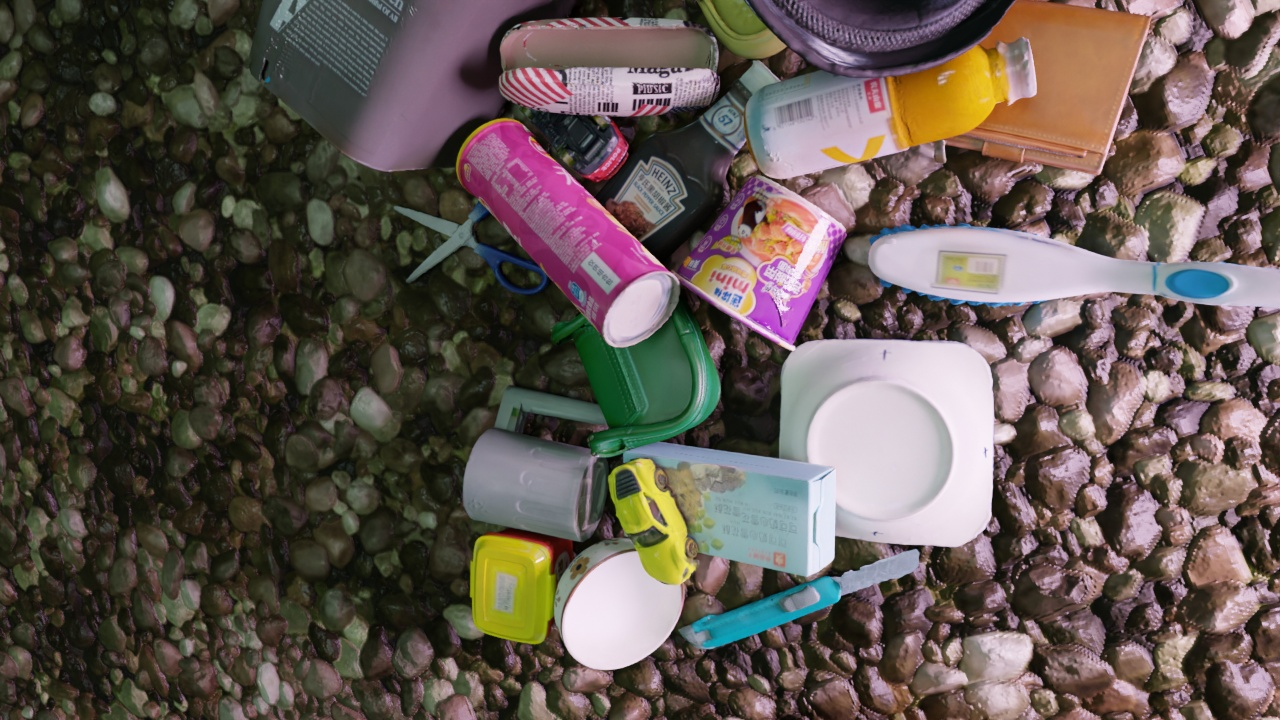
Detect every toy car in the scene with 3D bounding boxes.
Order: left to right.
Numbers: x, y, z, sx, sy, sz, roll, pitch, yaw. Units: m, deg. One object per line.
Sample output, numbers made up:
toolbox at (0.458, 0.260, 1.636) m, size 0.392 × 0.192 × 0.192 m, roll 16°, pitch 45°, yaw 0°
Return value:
toy car at (-0.054, -0.192, 0.747) m, size 0.053 × 0.045 × 0.120 m, roll -44°, pitch 60°, yaw 14°
toy car at (0.007, 0.129, 0.725) m, size 0.048 × 0.032 × 0.105 m, roll -29°, pitch 83°, yaw 35°

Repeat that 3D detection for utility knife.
utility knife at (0.128, 0.200, 0.761) m, size 0.222 × 0.013 × 0.029 m, roll -28°, pitch 88°, yaw 22°

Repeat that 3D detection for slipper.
slipper at (0.057, -0.316, 0.676) m, size 0.092 × 0.081 × 0.190 m, roll -30°, pitch 90°, yaw 19°

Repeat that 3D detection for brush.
brush at (0.304, -0.056, 0.604) m, size 0.315 × 0.109 × 0.060 m, roll 8°, pitch 98°, yaw 20°

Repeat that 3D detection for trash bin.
trash bin at (-0.176, -0.283, 0.715) m, size 0.199 × 0.198 × 0.220 m, roll 41°, pitch 115°, yaw 10°

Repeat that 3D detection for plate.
plate at (0.185, 0.065, 0.709) m, size 0.164 × 0.034 × 0.163 m, roll 1°, pitch 98°, yaw 22°

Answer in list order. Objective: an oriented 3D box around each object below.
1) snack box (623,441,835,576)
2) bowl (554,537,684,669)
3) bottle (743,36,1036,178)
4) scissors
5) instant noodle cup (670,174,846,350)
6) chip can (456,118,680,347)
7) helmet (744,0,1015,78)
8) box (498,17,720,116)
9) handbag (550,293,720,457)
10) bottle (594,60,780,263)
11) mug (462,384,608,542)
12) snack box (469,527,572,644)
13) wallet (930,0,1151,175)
snack box at (0.068, 0.114, 0.732) m, size 0.175 × 0.051 × 0.074 m, roll 5°, pitch 99°, yaw 35°
bowl at (-0.025, 0.198, 0.784) m, size 0.062 × 0.113 × 0.113 m, roll 36°, pitch 116°, yaw 59°
bottle at (0.168, -0.176, 0.630) m, size 0.190 × 0.067 × 0.068 m, roll -9°, pitch 95°, yaw 25°
scissors at (-0.146, -0.114, 0.819) m, size 0.176 × 0.012 × 0.163 m, roll 37°, pitch 110°, yaw 13°
instant noodle cup at (0.093, -0.077, 0.687) m, size 0.111 × 0.111 × 0.099 m, roll 34°, pitch 101°, yaw 13°
chip can at (-0.060, -0.101, 0.708) m, size 0.210 × 0.071 × 0.071 m, roll 48°, pitch 112°, yaw 29°
helmet at (0.151, -0.315, 0.561) m, size 0.233 × 0.230 × 0.275 m, roll 16°, pitch 108°, yaw -8°
box at (-0.023, -0.201, 0.676) m, size 0.163 × 0.075 × 0.081 m, roll -1°, pitch 57°, yaw -3°
handbag at (-0.004, 0.004, 0.738) m, size 0.120 × 0.068 × 0.131 m, roll -25°, pitch 79°, yaw 13°
bottle at (0.036, -0.152, 0.727) m, size 0.195 × 0.044 × 0.080 m, roll -44°, pitch 74°, yaw 20°
mug at (-0.084, 0.089, 0.798) m, size 0.103 × 0.083 × 0.123 m, roll 10°, pitch 77°, yaw 18°
snack box at (-0.102, 0.191, 0.812) m, size 0.082 × 0.080 × 0.091 m, roll 6°, pitch 100°, yaw 19°
wallet at (0.265, -0.188, 0.638) m, size 0.131 × 0.035 × 0.119 m, roll 18°, pitch 106°, yaw 21°
